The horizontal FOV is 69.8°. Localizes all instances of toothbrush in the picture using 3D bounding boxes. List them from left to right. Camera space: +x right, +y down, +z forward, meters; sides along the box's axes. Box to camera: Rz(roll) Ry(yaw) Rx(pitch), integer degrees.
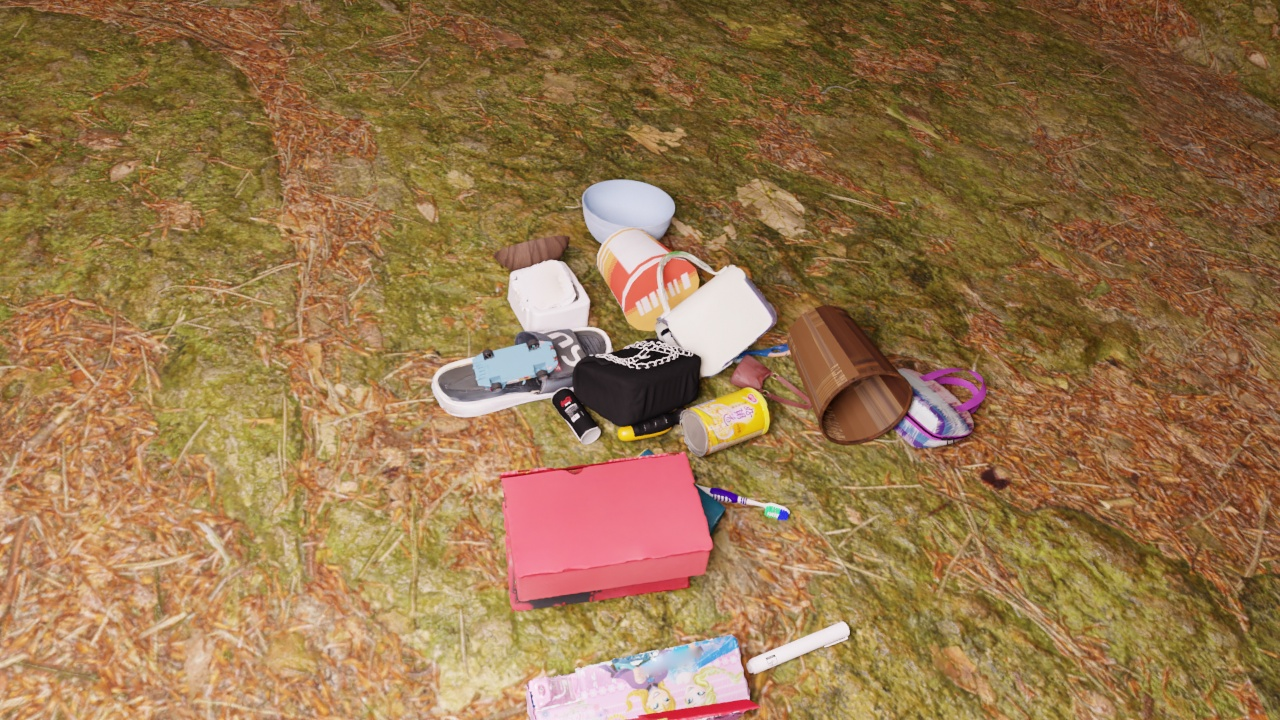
[{"bbox_3d":[0.056,0.075,1.242,0.196,0.031,0.031,-15,66,-27],"label":"toothbrush"},{"bbox_3d":[0.098,0.171,1.167,0.187,0.015,0.016,15,50,5],"label":"toothbrush"},{"bbox_3d":[0.195,-0.013,1.366,0.134,0.017,0.021,-10,53,-23],"label":"toothbrush"}]

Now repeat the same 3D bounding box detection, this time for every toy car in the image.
[{"bbox_3d":[-0.162,0.009,1.197,0.107,0.028,0.060,-14,61,-10],"label":"toy car"}]

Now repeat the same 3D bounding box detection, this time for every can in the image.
[{"bbox_3d":[-0.086,0.073,1.214,0.031,0.032,0.080,-20,53,-27],"label":"can"},{"bbox_3d":[0.113,0.081,1.220,0.104,0.068,0.067,-17,52,-25],"label":"can"}]

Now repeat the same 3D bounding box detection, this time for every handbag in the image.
[{"bbox_3d":[-0.007,0.007,1.216,0.125,0.115,0.153,21,30,39],"label":"handbag"},{"bbox_3d":[0.086,-0.078,1.305,0.151,0.074,0.176,-39,96,-16],"label":"handbag"},{"bbox_3d":[0.191,0.038,1.310,0.119,0.029,0.055,28,50,10],"label":"handbag"},{"bbox_3d":[0.433,0.055,1.318,0.169,0.068,0.144,-19,52,-35],"label":"handbag"}]

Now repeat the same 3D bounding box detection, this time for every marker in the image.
[{"bbox_3d":[0.178,0.325,1.031,0.133,0.017,0.020,-14,87,-23],"label":"marker"}]

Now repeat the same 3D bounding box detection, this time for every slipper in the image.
[{"bbox_3d":[-0.153,0.003,1.251,0.263,0.063,0.111,-17,52,-22],"label":"slipper"}]

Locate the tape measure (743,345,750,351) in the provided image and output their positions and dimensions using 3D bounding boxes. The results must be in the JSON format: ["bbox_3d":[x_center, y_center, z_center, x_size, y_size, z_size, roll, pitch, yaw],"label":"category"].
[{"bbox_3d":[0.131,-0.047,1.369,0.058,0.036,0.065,0,47,-10],"label":"tape measure"}]

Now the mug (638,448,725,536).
[{"bbox_3d":[0.038,0.172,1.117,0.121,0.078,0.077,32,48,12],"label":"mug"}]

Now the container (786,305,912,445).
[{"bbox_3d":[0.281,0.013,1.284,0.132,0.132,0.167,-4,41,-15],"label":"container"}]

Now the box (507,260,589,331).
[{"bbox_3d":[-0.135,-0.104,1.331,0.102,0.102,0.108,-15,48,-25],"label":"box"}]

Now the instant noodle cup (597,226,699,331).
[{"bbox_3d":[0.003,-0.130,1.375,0.123,0.124,0.121,-15,43,-24],"label":"instant noodle cup"}]

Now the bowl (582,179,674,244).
[{"bbox_3d":[-0.022,-0.223,1.480,0.150,0.075,0.150,5,38,-4],"label":"bowl"}]

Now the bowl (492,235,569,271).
[{"bbox_3d":[-0.162,-0.158,1.391,0.119,0.119,0.032,-14,91,-23],"label":"bowl"}]

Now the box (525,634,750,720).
[{"bbox_3d":[0.002,0.343,0.946,0.230,0.063,0.084,-7,48,-17],"label":"box"}]

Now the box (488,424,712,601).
[{"bbox_3d":[-0.070,0.146,1.122,0.212,0.128,0.425,-6,15,-12],"label":"box"}]
